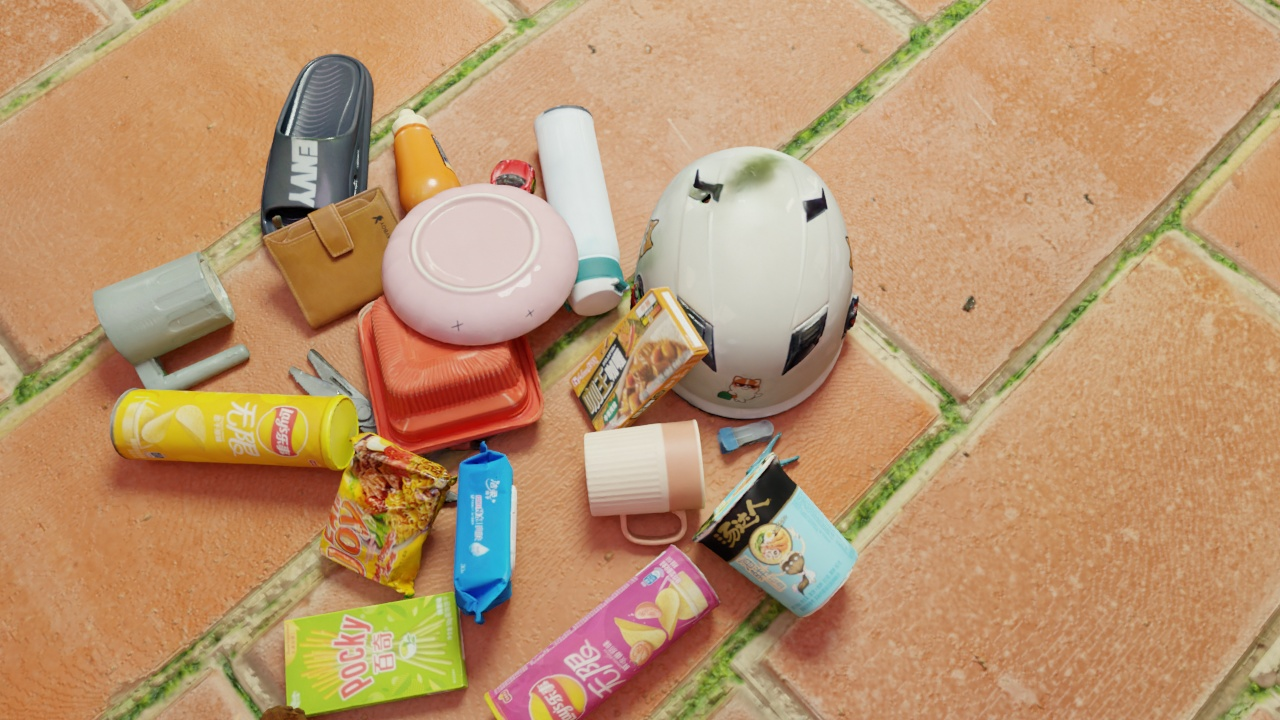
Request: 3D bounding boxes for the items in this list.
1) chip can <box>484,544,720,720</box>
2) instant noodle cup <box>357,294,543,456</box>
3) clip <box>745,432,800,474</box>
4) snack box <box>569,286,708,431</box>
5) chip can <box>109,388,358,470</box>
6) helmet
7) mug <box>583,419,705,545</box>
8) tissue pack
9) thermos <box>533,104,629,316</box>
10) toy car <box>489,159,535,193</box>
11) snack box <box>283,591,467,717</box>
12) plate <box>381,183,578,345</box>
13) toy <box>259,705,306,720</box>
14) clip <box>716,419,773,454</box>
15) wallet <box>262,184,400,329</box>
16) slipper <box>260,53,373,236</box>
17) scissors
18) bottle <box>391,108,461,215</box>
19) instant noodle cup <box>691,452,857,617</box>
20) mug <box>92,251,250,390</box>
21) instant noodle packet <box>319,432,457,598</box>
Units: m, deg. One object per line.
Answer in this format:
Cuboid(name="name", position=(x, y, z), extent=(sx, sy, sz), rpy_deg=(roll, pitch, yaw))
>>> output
Cuboid(name="chip can", position=(-0.031, 0.254, 0.805), extent=(0.210, 0.071, 0.071), rpy_deg=(-36, 73, -13))
Cuboid(name="instant noodle cup", position=(-0.191, -0.011, 0.898), extent=(0.164, 0.079, 0.188), rpy_deg=(-16, 60, -10))
Cuboid(name="clip", position=(0.125, 0.097, 0.897), extent=(0.054, 0.013, 0.033), rpy_deg=(-32, 71, -13))
Cuboid(name="snack box", position=(-0.005, 0.005, 0.868), extent=(0.026, 0.154, 0.075), rpy_deg=(-12, 64, -46))
Cuboid(name="chip can", position=(-0.383, 0.064, 0.871), extent=(0.213, 0.072, 0.072), rpy_deg=(3, 69, 5))
Cuboid(name="helmet", position=(0.105, -0.095, 0.893), extent=(0.230, 0.157, 0.273), rpy_deg=(4, 69, 2))
Cuboid(name="mug", position=(0.005, 0.117, 0.861), extent=(0.106, 0.081, 0.114), rpy_deg=(-5, 99, 0))
Cuboid(name="tissue pack", position=(-0.138, 0.160, 0.830), extent=(0.052, 0.095, 0.157), rpy_deg=(1, 69, -6))
Cuboid(name="thermos", position=(-0.066, -0.156, 0.966), extent=(0.073, 0.073, 0.224), rpy_deg=(-10, 70, -4))
Cuboid(name="toy car", position=(-0.144, -0.173, 0.991), extent=(0.049, 0.031, 0.106), rpy_deg=(10, 68, 3))
Cuboid(name="snack box", position=(-0.239, 0.265, 0.826), extent=(0.156, 0.026, 0.085), rpy_deg=(-9, 69, -3))
Cuboid(name="plate", position=(-0.157, -0.104, 0.884), extent=(0.192, 0.039, 0.192), rpy_deg=(0, 58, 0))
Cuboid(name="toy", position=(-0.253, 0.411, 0.738), extent=(0.247, 0.090, 0.226), rpy_deg=(41, 75, 10))
Cuboid(name="clip", position=(0.104, 0.074, 0.904), extent=(0.058, 0.042, 0.026), rpy_deg=(-15, 68, -9))
Cuboid(name="wallet", position=(-0.305, -0.112, 0.941), extent=(0.130, 0.035, 0.119), rpy_deg=(-27, 111, -9))
Cuboid(name="slipper", position=(-0.354, -0.232, 0.986), extent=(0.111, 0.083, 0.267), rpy_deg=(1, 69, 2))
Cuboid(name="scissors", position=(-0.253, 0.055, 0.913), extent=(0.206, 0.015, 0.201), rpy_deg=(-11, 70, -3))
Cuboid(name="bottle", position=(-0.238, -0.215, 0.994), extent=(0.066, 0.067, 0.149), rpy_deg=(-18, 63, -7))
Cuboid(name="instant noodle cup", position=(0.128, 0.162, 0.827), extent=(0.120, 0.111, 0.111), rpy_deg=(42, 74, 7))
Cuboid(name="mug", position=(-0.465, -0.035, 0.920), extent=(0.103, 0.084, 0.124), rpy_deg=(-26, 98, -11))
Cuboid(name="instant noodle packet", position=(-0.237, 0.142, 0.843), extent=(0.111, 0.044, 0.128), rpy_deg=(24, 102, 10))
